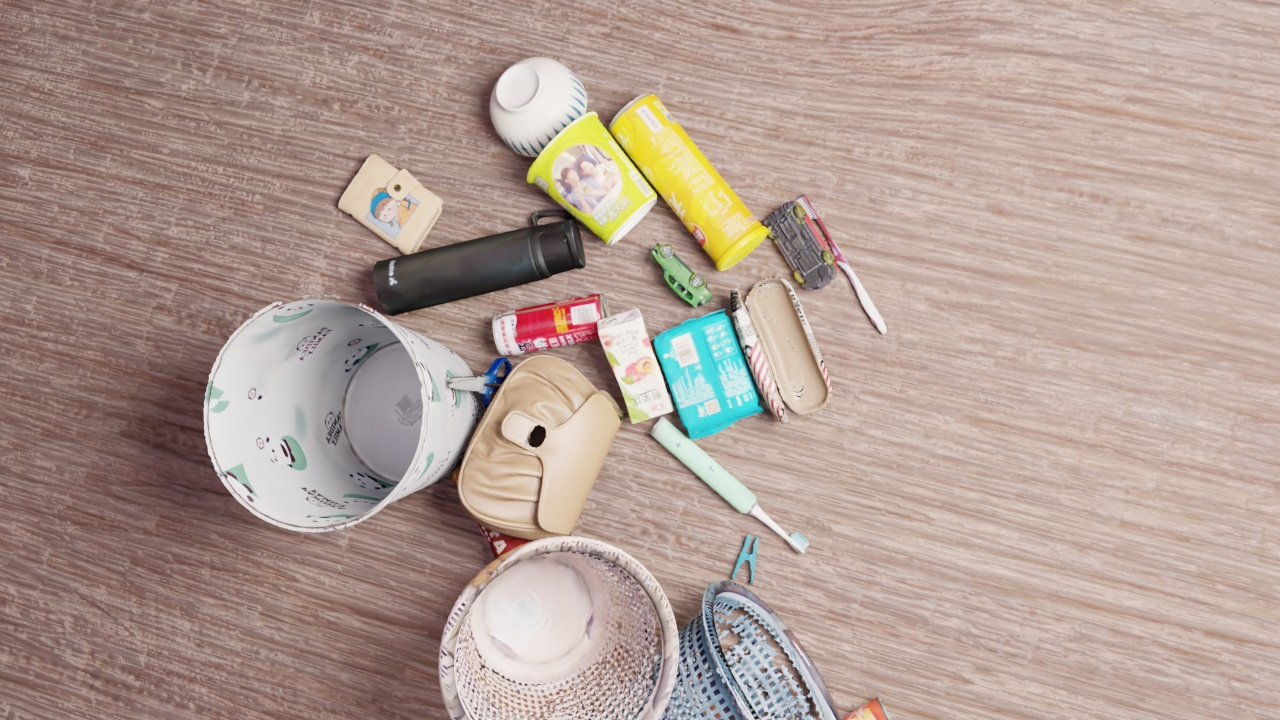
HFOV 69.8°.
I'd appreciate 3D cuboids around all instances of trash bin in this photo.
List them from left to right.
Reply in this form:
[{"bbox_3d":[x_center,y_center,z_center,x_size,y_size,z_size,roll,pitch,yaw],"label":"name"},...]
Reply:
[{"bbox_3d":[-0.296,0.058,1.000,0.230,0.252,0.229,-1,87,8],"label":"trash bin"},{"bbox_3d":[-0.094,0.280,0.945,0.227,0.192,0.227,0,89,-13],"label":"trash bin"},{"bbox_3d":[0.071,0.379,0.968,0.195,0.226,0.226,-40,83,17],"label":"trash bin"}]

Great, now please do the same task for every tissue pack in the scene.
[{"bbox_3d":[0.078,0.016,1.050,0.093,0.050,0.133,-20,85,5],"label":"tissue pack"}]

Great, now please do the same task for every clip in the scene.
[{"bbox_3d":[0.123,0.227,1.053,0.039,0.014,0.056,12,88,8],"label":"clip"}]

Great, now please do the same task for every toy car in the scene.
[{"bbox_3d":[0.046,-0.099,1.064,0.036,0.043,0.091,-42,82,4],"label":"toy car"},{"bbox_3d":[0.186,-0.130,1.048,0.049,0.031,0.106,-36,79,33],"label":"toy car"}]

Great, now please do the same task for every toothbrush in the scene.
[{"bbox_3d":[0.101,0.145,1.053,0.224,0.026,0.027,40,71,8],"label":"toothbrush"},{"bbox_3d":[0.230,-0.109,1.053,0.017,0.016,0.187,-31,83,13],"label":"toothbrush"}]

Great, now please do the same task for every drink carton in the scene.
[{"bbox_3d":[-0.006,0.006,1.045,0.053,0.045,0.122,-19,112,1],"label":"drink carton"}]

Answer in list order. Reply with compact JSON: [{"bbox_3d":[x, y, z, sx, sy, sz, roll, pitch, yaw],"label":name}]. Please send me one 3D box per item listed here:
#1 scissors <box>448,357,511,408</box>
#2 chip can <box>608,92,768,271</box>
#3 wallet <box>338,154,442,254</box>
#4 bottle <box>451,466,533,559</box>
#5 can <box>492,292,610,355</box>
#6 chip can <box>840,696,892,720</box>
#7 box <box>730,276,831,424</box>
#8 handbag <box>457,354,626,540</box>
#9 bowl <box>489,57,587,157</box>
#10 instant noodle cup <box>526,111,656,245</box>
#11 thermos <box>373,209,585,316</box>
[{"bbox_3d":[-0.176,0.015,1.026,0.012,0.175,0.107,13,67,11],"label":"scissors"},{"bbox_3d":[0.054,-0.205,1.054,0.072,0.072,0.213,-39,83,4],"label":"chip can"},{"bbox_3d":[-0.305,-0.193,1.130,0.115,0.024,0.087,35,97,9],"label":"wallet"},{"bbox_3d":[-0.156,0.195,1.071,0.057,0.057,0.175,-31,84,5],"label":"bottle"},{"bbox_3d":[-0.103,-0.041,1.077,0.133,0.053,0.053,-11,86,7],"label":"can"},{"bbox_3d":[0.188,0.452,1.003,0.217,0.073,0.073,-31,83,6],"label":"chip can"},{"bbox_3d":[0.160,-0.015,1.032,0.088,0.076,0.162,-23,83,3],"label":"box"},{"bbox_3d":[-0.113,0.098,1.027,0.148,0.100,0.204,24,69,1],"label":"handbag"},{"bbox_3d":[-0.128,-0.305,1.074,0.117,0.066,0.116,-5,75,19],"label":"bowl"},{"bbox_3d":[-0.050,-0.202,1.056,0.112,0.111,0.123,-43,90,4],"label":"instant noodle cup"},{"bbox_3d":[-0.190,-0.120,1.094,0.242,0.068,0.089,-13,54,5],"label":"thermos"}]
